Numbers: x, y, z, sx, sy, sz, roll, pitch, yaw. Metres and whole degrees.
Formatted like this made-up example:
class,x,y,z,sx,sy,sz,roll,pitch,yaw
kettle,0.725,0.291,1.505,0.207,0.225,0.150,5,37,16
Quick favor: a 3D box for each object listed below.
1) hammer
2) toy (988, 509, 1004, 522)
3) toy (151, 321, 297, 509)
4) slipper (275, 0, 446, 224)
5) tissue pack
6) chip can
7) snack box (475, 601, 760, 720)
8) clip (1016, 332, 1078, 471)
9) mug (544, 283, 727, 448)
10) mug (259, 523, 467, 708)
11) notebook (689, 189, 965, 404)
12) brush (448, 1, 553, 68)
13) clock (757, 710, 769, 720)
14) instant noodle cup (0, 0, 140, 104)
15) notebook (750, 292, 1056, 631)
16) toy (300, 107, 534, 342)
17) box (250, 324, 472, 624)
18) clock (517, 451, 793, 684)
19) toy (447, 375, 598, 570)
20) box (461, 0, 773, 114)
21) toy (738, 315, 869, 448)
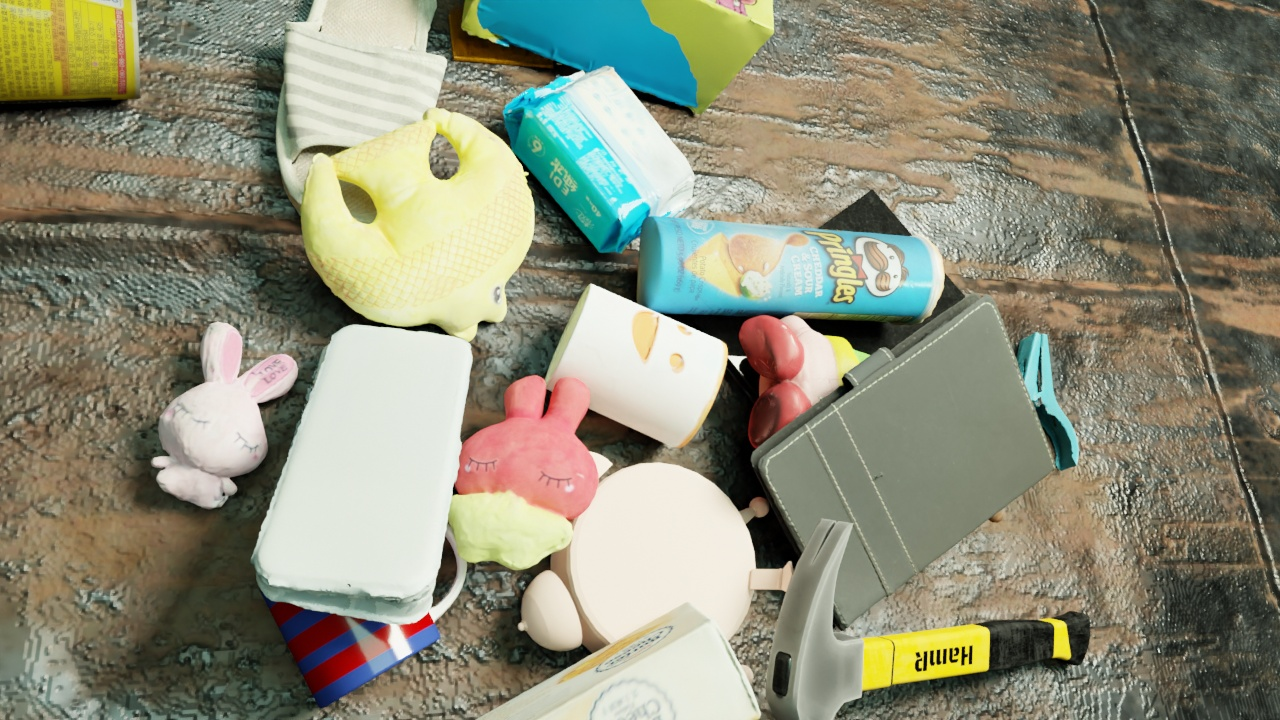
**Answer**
class,x,y,z,sx,sy,sz,roll,pitch,yaw
hammer,0.215,0.196,0.632,0.324,0.034,0.169,7,85,-34
toy,0.238,0.087,0.718,0.102,0.042,0.054,36,20,4
toy,-0.254,0.033,0.558,0.063,0.047,0.109,23,60,-20
slipper,-0.202,-0.222,0.676,0.114,0.054,0.272,5,67,-13
tissue pack,-0.031,-0.157,0.706,0.092,0.062,0.144,-39,89,-30
chip can,0.110,-0.067,0.696,0.229,0.080,0.079,2,69,-17
snack box,-0.043,0.209,0.497,0.207,0.104,0.057,-28,84,-7
clip,0.324,0.042,0.782,0.118,0.033,0.120,-16,76,-21
mug,-0.004,0.004,0.641,0.105,0.082,0.082,24,63,-10
mug,-0.152,0.139,0.537,0.111,0.075,0.076,-26,80,-29
notebook,0.174,-0.025,0.755,0.230,0.019,0.169,-36,84,-28
brush,-0.091,-0.263,0.750,0.126,0.017,0.048,-2,71,-21
clock,0.057,0.275,0.578,0.087,0.044,0.124,-18,77,-25
instant noodle cup,-0.383,-0.207,0.583,0.112,0.101,0.100,-5,71,-30
notebook,0.189,0.070,0.647,0.208,0.029,0.169,-34,111,-14
toy,-0.140,-0.089,0.628,0.170,0.065,0.155,-35,104,-31
box,-0.154,0.060,0.536,0.118,0.063,0.213,7,41,-12
clock,0.010,0.132,0.600,0.160,0.086,0.130,14,65,-8
toy,-0.070,0.067,0.570,0.092,0.045,0.134,14,60,8
box,-0.018,-0.285,0.711,0.220,0.125,0.079,13,63,-22
toy,0.143,0.025,0.664,0.131,0.097,0.124,5,72,-38
